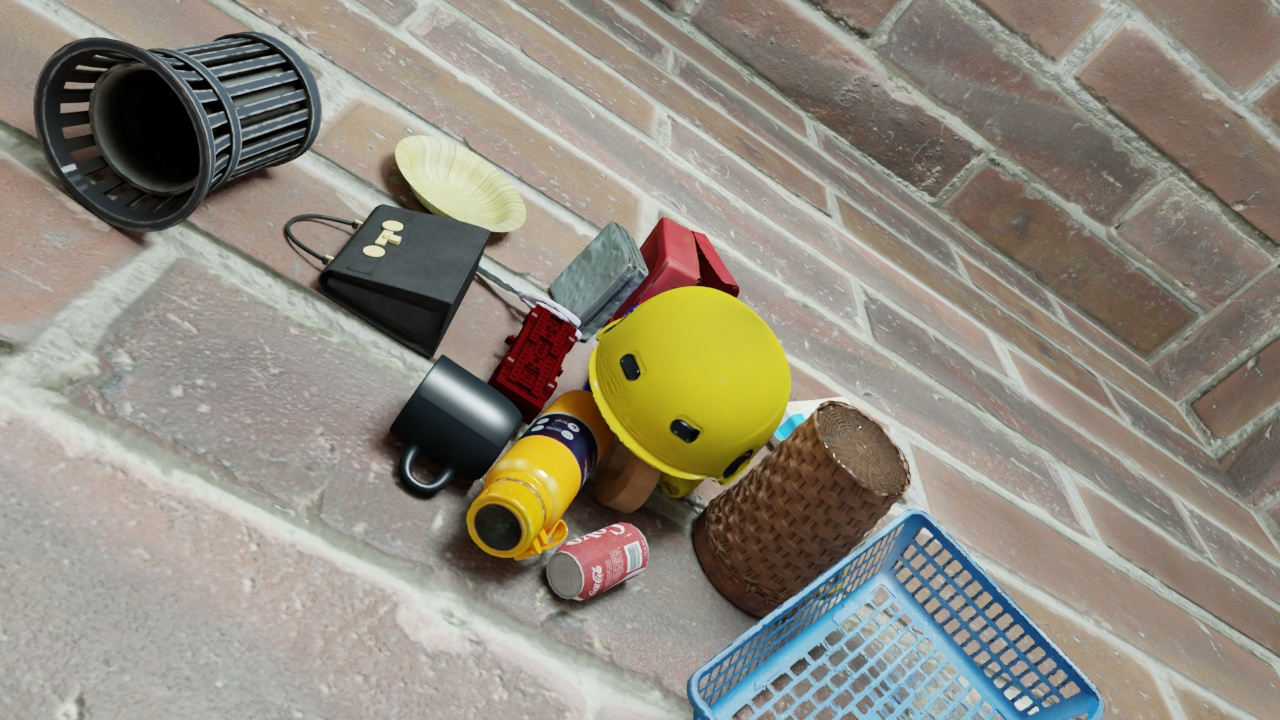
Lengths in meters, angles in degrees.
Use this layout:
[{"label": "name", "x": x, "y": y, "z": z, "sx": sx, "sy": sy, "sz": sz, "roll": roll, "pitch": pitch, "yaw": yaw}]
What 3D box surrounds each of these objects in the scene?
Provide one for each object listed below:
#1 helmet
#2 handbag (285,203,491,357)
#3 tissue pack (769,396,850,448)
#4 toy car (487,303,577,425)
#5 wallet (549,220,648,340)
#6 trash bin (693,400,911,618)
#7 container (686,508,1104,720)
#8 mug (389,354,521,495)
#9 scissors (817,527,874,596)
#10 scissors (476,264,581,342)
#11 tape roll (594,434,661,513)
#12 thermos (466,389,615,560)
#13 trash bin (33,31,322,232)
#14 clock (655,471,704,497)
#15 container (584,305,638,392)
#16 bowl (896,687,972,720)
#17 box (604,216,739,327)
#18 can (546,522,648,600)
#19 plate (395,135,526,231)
[{"label": "helmet", "x": 0.066, "y": 0.009, "z": 0.935, "sx": 0.209, "sy": 0.140, "sz": 0.239, "roll": 50, "pitch": 22, "yaw": 8}, {"label": "handbag", "x": -0.284, "y": -0.113, "z": 0.994, "sx": 0.195, "sy": 0.072, "sz": 0.175, "roll": 22, "pitch": 32, "yaw": -8}, {"label": "tissue pack", "x": 0.257, "y": 0.111, "z": 1.280, "sx": 0.208, "sy": 0.066, "sz": 0.117, "roll": -3, "pitch": 49, "yaw": -47}, {"label": "toy car", "x": -0.120, "y": 0.008, "z": 0.993, "sx": 0.070, "sy": 0.062, "sz": 0.169, "roll": 34, "pitch": 30, "yaw": -10}, {"label": "wallet", "x": -0.051, "y": -0.100, "z": 1.150, "sx": 0.054, "sy": 0.132, "sz": 0.100, "roll": 18, "pitch": 37, "yaw": -39}, {"label": "trash bin", "x": 0.173, "y": 0.152, "z": 0.963, "sx": 0.151, "sy": 0.211, "sz": 0.151, "roll": 23, "pitch": 36, "yaw": -19}, {"label": "container", "x": 0.226, "y": 0.320, "z": 0.835, "sx": 0.361, "sy": 0.089, "sz": 0.257, "roll": -23, "pitch": 62, "yaw": -38}, {"label": "mug", "x": -0.176, "y": 0.069, "z": 0.840, "sx": 0.094, "sy": 0.085, "sz": 0.121, "roll": 35, "pitch": 58, "yaw": -9}, {"label": "scissors", "x": 0.251, "y": 0.237, "z": 1.144, "sx": 0.228, "sy": 0.016, "sz": 0.114, "roll": -1, "pitch": 47, "yaw": -48}, {"label": "scissors", "x": -0.142, "y": -0.083, "z": 1.088, "sx": 0.178, "sy": 0.016, "sz": 0.101, "roll": 36, "pitch": -14, "yaw": 1}, {"label": "tape roll", "x": -0.011, "y": 0.109, "z": 0.946, "sx": 0.027, "sy": 0.094, "sz": 0.093, "roll": 26, "pitch": 32, "yaw": -22}, {"label": "thermos", "x": -0.083, "y": 0.106, "z": 0.863, "sx": 0.091, "sy": 0.076, "sz": 0.232, "roll": 39, "pitch": 23, "yaw": 0}, {"label": "trash bin", "x": -0.426, "y": -0.237, "z": 0.891, "sx": 0.164, "sy": 0.165, "sz": 0.226, "roll": 36, "pitch": 26, "yaw": -6}, {"label": "clock", "x": 0.040, "y": 0.110, "z": 1.038, "sx": 0.083, "sy": 0.057, "sz": 0.118, "roll": 50, "pitch": 31, "yaw": 16}, {"label": "container", "x": -0.007, "y": 0.006, "z": 1.102, "sx": 0.084, "sy": 0.085, "sz": 0.113, "roll": 34, "pitch": 31, "yaw": -8}, {"label": "bowl", "x": 0.296, "y": 0.399, "z": 0.927, "sx": 0.115, "sy": 0.063, "sz": 0.115, "roll": 28, "pitch": 31, "yaw": -19}, {"label": "box", "x": 0.022, "y": -0.091, "z": 1.200, "sx": 0.126, "sy": 0.158, "sz": 0.137, "roll": 11, "pitch": 38, "yaw": -34}, {"label": "can", "x": -0.039, "y": 0.186, "z": 0.850, "sx": 0.096, "sy": 0.054, "sz": 0.054, "roll": -9, "pitch": 55, "yaw": -53}, {"label": "plate", "x": -0.239, "y": -0.218, "z": 1.194, "sx": 0.184, "sy": 0.036, "sz": 0.184, "roll": 28, "pitch": 32, "yaw": -19}]
